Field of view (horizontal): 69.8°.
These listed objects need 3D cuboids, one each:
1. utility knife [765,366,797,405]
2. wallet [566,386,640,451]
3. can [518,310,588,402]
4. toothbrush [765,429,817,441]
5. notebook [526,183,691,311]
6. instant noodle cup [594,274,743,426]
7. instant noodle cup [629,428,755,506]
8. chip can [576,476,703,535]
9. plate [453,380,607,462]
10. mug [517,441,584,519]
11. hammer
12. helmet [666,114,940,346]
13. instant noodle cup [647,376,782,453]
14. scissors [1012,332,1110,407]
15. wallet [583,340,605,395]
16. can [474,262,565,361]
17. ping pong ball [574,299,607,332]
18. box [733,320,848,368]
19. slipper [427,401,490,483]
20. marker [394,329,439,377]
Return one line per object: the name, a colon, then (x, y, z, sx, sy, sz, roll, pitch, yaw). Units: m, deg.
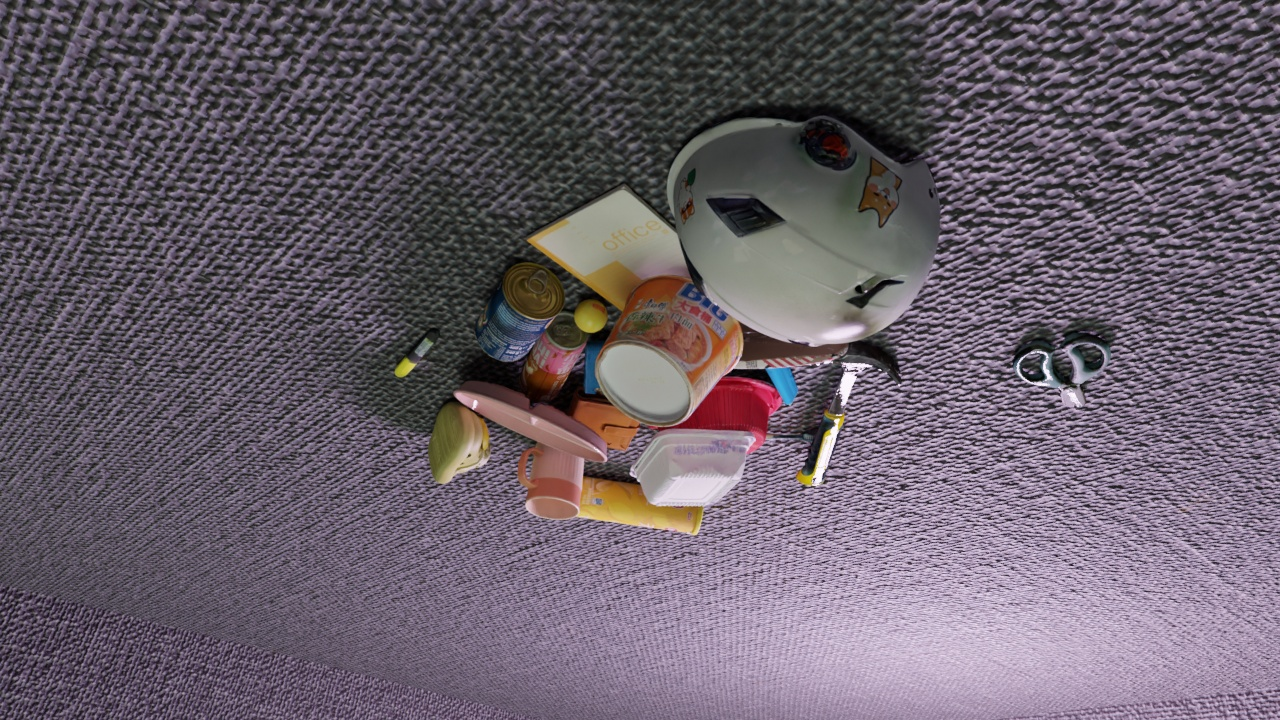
utility knife: (0.181, 0.017, 1.189, 0.018, 0.034, 0.160, 30, 164, 35)
wallet: (-0.055, 0.087, 1.331, 0.108, 0.031, 0.132, 13, 148, -9)
can: (-0.113, -0.003, 1.172, 0.058, 0.057, 0.148, 14, 147, -14)
toothbrush: (0.172, 0.108, 1.344, 0.192, 0.016, 0.018, 1, 137, 5)
notebook: (-0.006, -0.110, 1.032, 0.146, 0.010, 0.206, -20, 140, 35)
instant noodle cup: (0.026, -0.004, 1.031, 0.151, 0.111, 0.152, 18, 134, 19)
instant noodle cup: (0.068, 0.149, 1.227, 0.138, 0.060, 0.174, 2, 153, -15)
chip can: (-0.005, 0.239, 1.524, 0.213, 0.072, 0.072, 10, 147, -5)
plate: (-0.147, 0.082, 1.264, 0.229, 0.028, 0.230, 22, 166, 5)
mug: (-0.140, 0.174, 1.407, 0.082, 0.105, 0.114, -24, 138, 37)
hammer: (0.267, 0.082, 1.259, 0.126, 0.031, 0.324, 4, 143, 1)
helmet: (0.156, -0.103, 0.887, 0.274, 0.156, 0.231, 16, 146, -16)
instant noodle cup: (0.099, 0.088, 1.248, 0.194, 0.065, 0.194, -3, 156, -2)
scissors: (0.515, 0.022, 1.158, 0.130, 0.019, 0.185, -2, 145, 11)
wallet: (-0.007, 0.007, 1.188, 0.133, 0.040, 0.107, -1, 148, -5)
can: (-0.144, -0.054, 1.079, 0.075, 0.075, 0.111, 18, 146, -20)
ping pong ball: (-0.059, -0.053, 1.101, 0.040, 0.040, 0.040, 4, 148, 2)
box: (0.158, -0.042, 1.075, 0.163, 0.076, 0.087, -5, 118, 20)
slipper: (-0.269, 0.123, 1.383, 0.081, 0.091, 0.191, -7, 156, -29)
marker: (-0.299, -0.011, 1.228, 0.018, 0.015, 0.124, 23, 141, -27)
